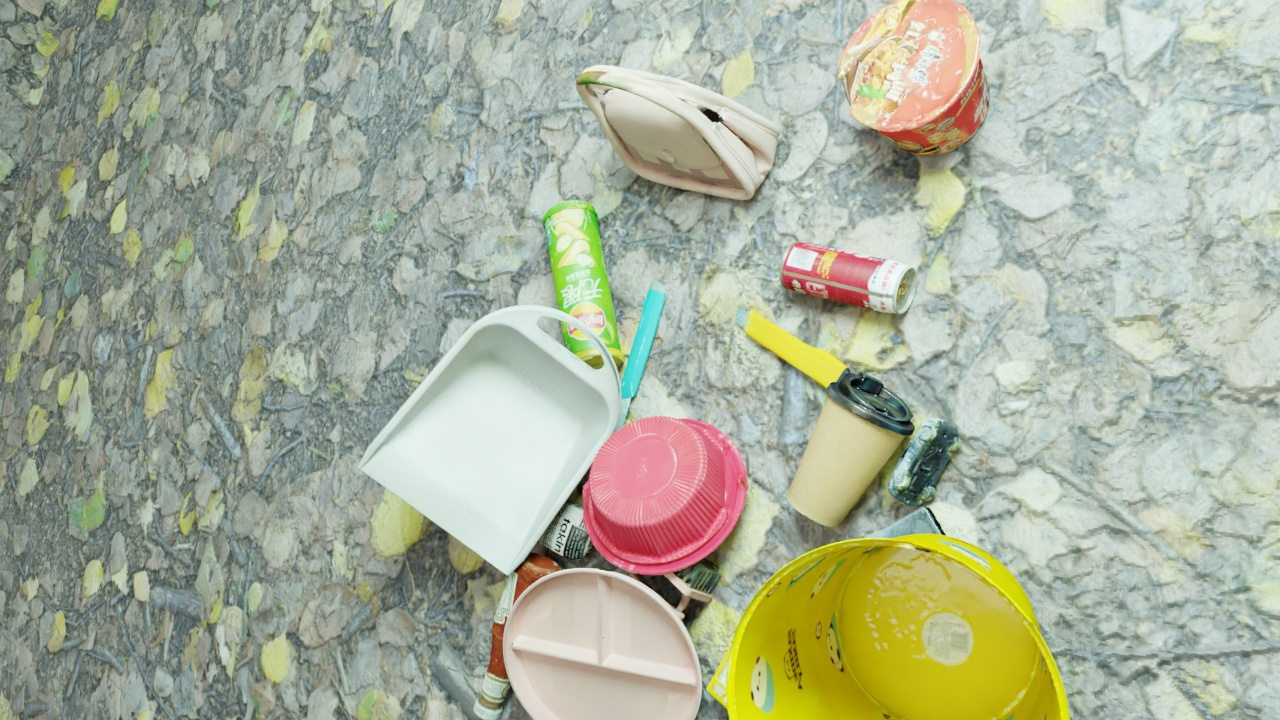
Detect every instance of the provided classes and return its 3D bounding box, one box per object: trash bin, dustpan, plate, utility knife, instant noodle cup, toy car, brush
[{"bbox_3d":[0.219,0.245,0.738,0.230,0.255,0.229,-2,86,25],"label":"trash bin"},{"bbox_3d":[-0.151,0.072,1.043,0.222,0.143,0.257,37,68,-6],"label":"dustpan"},{"bbox_3d":[-0.042,0.329,0.999,0.230,0.028,0.230,4,104,18],"label":"plate"},{"bbox_3d":[0.164,-0.015,0.998,0.171,0.015,0.033,38,95,35],"label":"utility knife"},{"bbox_3d":[0.015,0.131,0.993,0.194,0.066,0.193,-14,51,18],"label":"instant noodle cup"},{"bbox_3d":[-0.007,0.006,1.110,0.029,0.013,0.218,15,85,34],"label":"utility knife"},{"bbox_3d":[0.284,-0.276,0.919,0.138,0.108,0.137,-9,74,33],"label":"instant noodle cup"},{"bbox_3d":[0.272,0.097,0.885,0.091,0.043,0.034,-64,21,10],"label":"toy car"},{"bbox_3d":[0.016,0.216,1.017,0.146,0.063,0.073,38,92,35],"label":"brush"}]

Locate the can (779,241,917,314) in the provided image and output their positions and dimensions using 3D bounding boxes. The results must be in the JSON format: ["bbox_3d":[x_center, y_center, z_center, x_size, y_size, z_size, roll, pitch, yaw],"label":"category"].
[{"bbox_3d":[0.215,-0.087,0.956,0.133,0.053,0.053,18,90,35],"label":"can"}]

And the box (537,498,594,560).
[{"bbox_3d":[-0.120,0.190,1.125,0.164,0.051,0.068,18,103,34],"label":"box"}]

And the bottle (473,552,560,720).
[{"bbox_3d":[-0.154,0.336,1.109,0.060,0.059,0.206,24,97,35],"label":"bottle"}]

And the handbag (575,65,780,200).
[{"bbox_3d":[0.026,-0.268,1.014,0.193,0.234,0.093,21,89,35],"label":"handbag"}]

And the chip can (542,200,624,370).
[{"bbox_3d":[-0.073,-0.092,1.141,0.073,0.072,0.221,-22,67,28],"label":"chip can"}]

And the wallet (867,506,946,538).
[{"bbox_3d":[0.251,0.211,0.888,0.121,0.019,0.097,-36,61,20],"label":"wallet"}]

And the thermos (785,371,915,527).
[{"bbox_3d":[0.204,0.089,0.909,0.093,0.093,0.143,36,109,34],"label":"thermos"}]

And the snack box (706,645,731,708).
[{"bbox_3d":[0.136,0.305,0.935,0.087,0.033,0.140,32,96,35],"label":"snack box"}]
